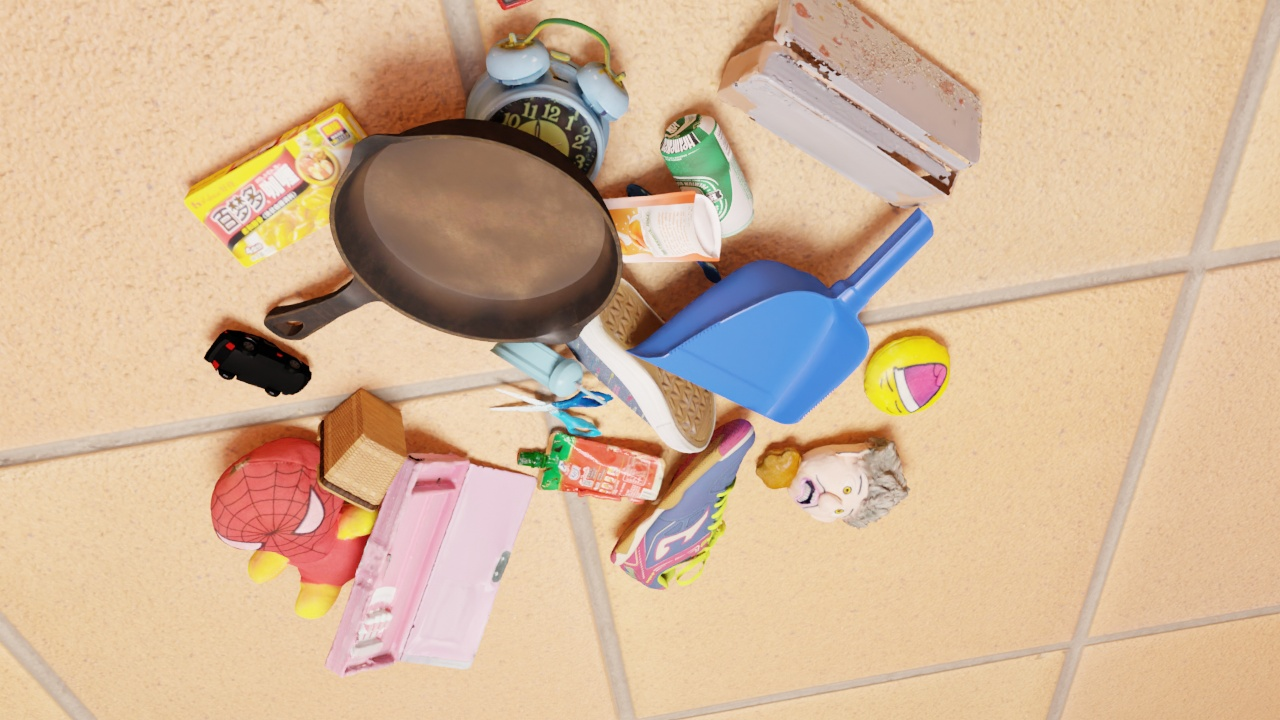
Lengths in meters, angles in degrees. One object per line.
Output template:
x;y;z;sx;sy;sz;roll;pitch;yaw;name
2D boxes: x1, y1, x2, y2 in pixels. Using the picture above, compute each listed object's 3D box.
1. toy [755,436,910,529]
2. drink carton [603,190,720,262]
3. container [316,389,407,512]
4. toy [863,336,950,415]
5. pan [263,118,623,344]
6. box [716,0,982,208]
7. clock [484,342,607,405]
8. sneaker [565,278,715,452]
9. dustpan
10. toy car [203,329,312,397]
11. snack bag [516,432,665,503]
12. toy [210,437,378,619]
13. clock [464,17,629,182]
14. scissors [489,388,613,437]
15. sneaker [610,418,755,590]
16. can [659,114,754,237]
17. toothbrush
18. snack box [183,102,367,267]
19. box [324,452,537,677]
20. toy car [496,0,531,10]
0.214;0.134;1.011;0.176;0.076;0.133;10;125;-7;toy
0.005;-0.111;0.784;0.122;0.038;0.069;3;132;35;drink carton
-0.264;0.081;0.874;0.063;0.114;0.061;36;101;-31;container
0.276;0.016;0.947;0.094;0.041;0.095;-26;124;6;toy
-0.180;-0.085;0.758;0.357;0.043;0.248;-17;137;28;pan
0.171;-0.203;0.749;0.216;0.094;0.108;24;144;-25;box
-0.085;0.011;0.850;0.123;0.087;0.042;32;86;-6;clock
-0.005;0.005;0.885;0.079;0.087;0.235;-1;142;38;sneaker
0.155;-0.048;0.841;0.258;0.059;0.245;-47;140;16;dustpan
-0.348;0.001;0.841;0.091;0.036;0.042;28;121;-38;toy car
-0.055;0.117;0.977;0.155;0.044;0.087;10;130;-11;snack bag
-0.341;0.165;0.929;0.147;0.098;0.216;-28;129;-5;toy
-0.075;-0.191;0.718;0.118;0.060;0.162;11;128;-16;clock
-0.085;0.041;0.914;0.132;0.015;0.110;23;142;-22;scissors
0.065;0.161;0.997;0.091;0.116;0.242;38;122;0;sneaker
0.057;-0.155;0.771;0.053;0.053;0.101;-26;127;11;can
0.031;-0.114;0.825;0.021;0.016;0.132;-37;122;18;toothbrush
-0.284;-0.140;0.746;0.152;0.025;0.075;-25;127;10;snack box
-0.219;0.212;0.957;0.179;0.059;0.233;18;94;-48;box
-0.099;-0.336;0.605;0.081;0.056;0.189;-21;121;6;toy car
